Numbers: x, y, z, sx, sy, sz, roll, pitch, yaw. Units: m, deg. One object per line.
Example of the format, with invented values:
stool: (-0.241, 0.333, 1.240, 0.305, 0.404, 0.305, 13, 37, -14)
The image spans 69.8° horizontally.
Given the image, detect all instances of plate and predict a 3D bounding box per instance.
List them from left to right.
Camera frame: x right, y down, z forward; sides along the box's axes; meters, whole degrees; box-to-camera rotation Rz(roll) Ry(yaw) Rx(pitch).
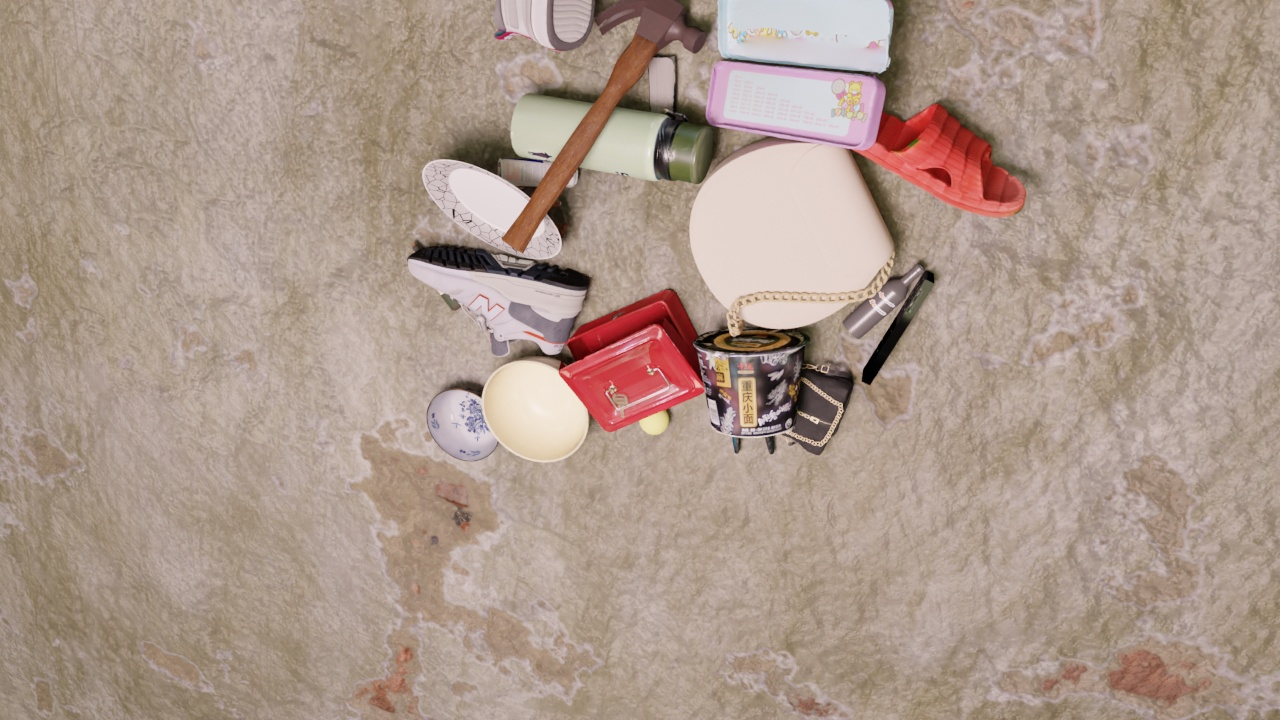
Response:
plate: (-0.178, -0.188, 1.125, 0.188, 0.016, 0.189, 23, 160, 9)

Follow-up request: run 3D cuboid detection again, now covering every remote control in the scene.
remote control: (0.027, -0.286, 1.076, 0.033, 0.013, 0.137, 6, 115, 16)
remote control: (0.305, -0.038, 1.093, 0.013, 0.034, 0.150, 27, 118, 3)

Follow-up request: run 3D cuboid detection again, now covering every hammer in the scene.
hammer: (-0.054, -0.261, 1.010, 0.115, 0.033, 0.323, 32, 88, 17)

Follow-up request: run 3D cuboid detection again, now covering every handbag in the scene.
handbag: (0.164, -0.144, 1.050, 0.209, 0.103, 0.211, -24, 106, 21)
handbag: (0.216, 0.060, 1.162, 0.079, 0.054, 0.129, 26, 122, 17)

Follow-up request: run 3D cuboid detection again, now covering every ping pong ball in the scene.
ping pong ball: (0.018, 0.079, 1.230, 0.040, 0.040, 0.040, 7, 115, 14)

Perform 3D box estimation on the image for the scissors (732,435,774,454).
scissors: (0.141, 0.064, 1.198, 0.123, 0.019, 0.148, 34, 117, 0)

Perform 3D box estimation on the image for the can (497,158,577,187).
can: (-0.125, -0.228, 1.115, 0.095, 0.032, 0.032, -2, 117, -17)

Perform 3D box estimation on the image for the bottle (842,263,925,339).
bottle: (0.290, -0.073, 1.084, 0.030, 0.030, 0.113, 42, 118, -5)

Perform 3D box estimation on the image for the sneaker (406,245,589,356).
sneaker: (-0.190, -0.069, 1.198, 0.240, 0.088, 0.124, 10, 114, 8)

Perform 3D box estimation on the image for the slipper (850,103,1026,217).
slipper: (0.298, -0.234, 0.968, 0.249, 0.103, 0.059, 30, 136, 10)

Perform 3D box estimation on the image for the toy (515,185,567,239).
toy: (-0.133, -0.198, 1.148, 0.102, 0.042, 0.054, 25, 80, -6)

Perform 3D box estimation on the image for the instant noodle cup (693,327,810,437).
instant noodle cup: (0.134, 0.026, 1.112, 0.137, 0.137, 0.112, 1, 107, 16)

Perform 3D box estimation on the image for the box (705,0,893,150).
box: (0.161, -0.308, 0.963, 0.214, 0.034, 0.151, 22, 119, 39)

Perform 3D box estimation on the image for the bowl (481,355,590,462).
bowl: (-0.131, 0.055, 1.244, 0.151, 0.075, 0.151, 7, 115, 15)

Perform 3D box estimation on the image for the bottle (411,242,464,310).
bottle: (-0.275, -0.115, 1.239, 0.025, 0.025, 0.106, -30, 102, 26)

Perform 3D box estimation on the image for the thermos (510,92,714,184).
thermos: (-0.029, -0.258, 1.060, 0.231, 0.082, 0.082, 14, 117, 18)

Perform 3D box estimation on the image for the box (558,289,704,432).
box: (-0.004, -0.001, 1.179, 0.158, 0.110, 0.134, -23, 117, 21)

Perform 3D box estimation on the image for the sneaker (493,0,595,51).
sneaker: (-0.115, -0.473, 0.999, 0.129, 0.096, 0.263, 13, 108, 39)

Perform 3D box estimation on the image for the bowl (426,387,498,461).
bowl: (-0.243, 0.083, 1.308, 0.114, 0.045, 0.114, 7, 115, 14)
